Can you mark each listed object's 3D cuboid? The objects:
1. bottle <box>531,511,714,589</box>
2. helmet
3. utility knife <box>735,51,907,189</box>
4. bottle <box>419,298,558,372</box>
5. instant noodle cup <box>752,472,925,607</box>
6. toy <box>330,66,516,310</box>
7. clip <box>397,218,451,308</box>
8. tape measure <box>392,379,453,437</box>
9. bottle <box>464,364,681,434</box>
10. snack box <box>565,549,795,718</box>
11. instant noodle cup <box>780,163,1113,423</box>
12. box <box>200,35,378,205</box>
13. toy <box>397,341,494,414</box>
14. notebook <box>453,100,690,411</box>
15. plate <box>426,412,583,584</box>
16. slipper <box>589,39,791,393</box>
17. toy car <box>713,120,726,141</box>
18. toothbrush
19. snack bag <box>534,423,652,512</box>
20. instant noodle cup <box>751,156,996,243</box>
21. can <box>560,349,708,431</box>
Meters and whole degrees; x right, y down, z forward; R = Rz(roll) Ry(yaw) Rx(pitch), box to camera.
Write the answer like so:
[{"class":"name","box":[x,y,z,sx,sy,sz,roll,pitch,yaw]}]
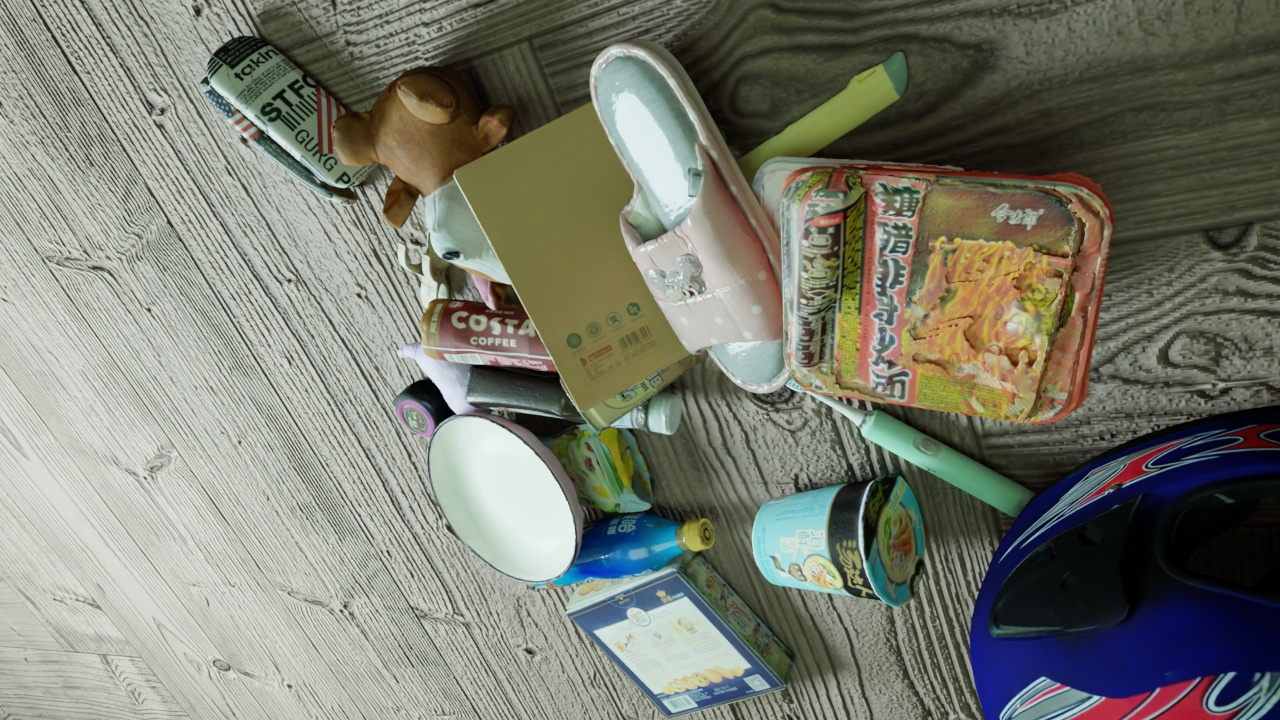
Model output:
[{"class":"bottle","box":[-0.024,0.189,0.931,0.219,0.065,0.065,-17,113,33]},{"class":"helmet","box":[0.379,0.196,0.608,0.247,0.239,0.316,36,129,-15]},{"class":"utility knife","box":[0.102,-0.153,0.659,0.206,0.021,0.031,-29,102,31]},{"class":"bottle","box":[-0.106,-0.021,0.821,0.175,0.057,0.057,6,125,13]},{"class":"instant noodle cup","box":[0.166,0.156,0.792,0.121,0.111,0.111,-12,116,40]},{"class":"toy","box":[-0.140,-0.134,0.733,0.140,0.130,0.199,-18,122,33]},{"class":"clip","box":[-0.194,-0.080,0.827,0.035,0.093,0.103,24,119,9]},{"class":"tape measure","box":[-0.222,0.048,0.947,0.058,0.039,0.057,-7,119,35]},{"class":"bottle","box":[-0.060,0.036,0.834,0.195,0.079,0.044,7,88,20]},{"class":"snack box","box":[0.040,0.295,0.985,0.178,0.045,0.182,-31,105,38]},{"class":"instant noodle cup","box":[0.186,-0.050,0.573,0.189,0.078,0.165,9,126,22]},{"class":"box","box":[-0.311,-0.202,0.811,0.162,0.076,0.088,40,154,-8]},{"class":"toy","box":[-0.185,0.015,0.905,0.084,0.038,0.108,-25,111,37]},{"class":"notebook","box":[-0.029,-0.083,0.703,0.147,0.008,0.208,-29,103,-6]},{"class":"plate","box":[-0.130,0.132,0.914,0.193,0.038,0.193,18,124,28]},{"class":"slipper","box":[0.035,-0.091,0.650,0.114,0.054,0.274,-5,116,49]},{"class":"toy car","box":[0.022,-0.177,0.669,0.091,0.036,0.043,42,133,-3]},{"class":"toothbrush","box":[0.215,0.065,0.750,0.224,0.026,0.027,29,155,6]},{"class":"snack bag","box":[-0.084,0.110,0.923,0.191,0.038,0.110,-7,123,33]},{"class":"instant noodle cup","box":[0.169,-0.082,0.648,0.174,0.060,0.138,8,125,20]},{"class":"can","box":[-0.005,0.004,0.761,0.116,0.058,0.058,-35,105,1]}]
